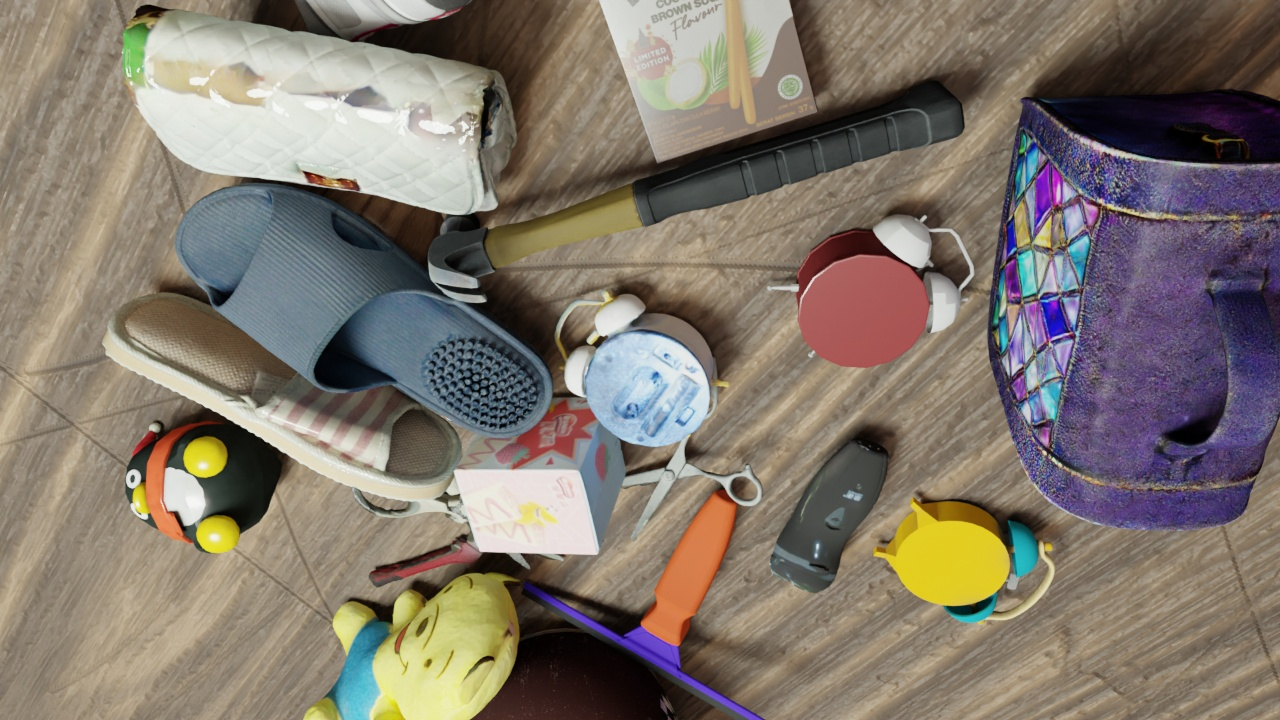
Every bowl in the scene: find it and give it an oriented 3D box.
[{"bbox_3d":[-0.195,-0.078,0.632,0.119,0.032,0.119,3,122,5],"label":"bowl"}]

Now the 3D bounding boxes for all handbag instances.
[{"bbox_3d":[0.278,-0.033,0.497,0.125,0.221,0.205,-1,122,6],"label":"handbag"},{"bbox_3d":[-0.173,-0.136,0.529,0.195,0.139,0.072,10,81,0],"label":"handbag"}]

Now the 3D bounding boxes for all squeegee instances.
[{"bbox_3d":[0.038,0.179,0.751,0.250,0.055,0.185,27,120,11],"label":"squeegee"}]

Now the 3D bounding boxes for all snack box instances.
[{"bbox_3d":[-0.070,0.083,0.677,0.095,0.092,0.079,-1,121,15],"label":"snack box"},{"bbox_3d":[0.028,-0.218,0.522,0.101,0.031,0.186,-15,119,15],"label":"snack box"}]

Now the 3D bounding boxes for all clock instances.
[{"bbox_3d":[0.155,-0.045,0.607,0.125,0.044,0.087,-26,115,20],"label":"clock"},{"bbox_3d":[0.257,0.159,0.724,0.129,0.043,0.099,25,121,-1],"label":"clock"},{"bbox_3d":[-0.004,0.004,0.647,0.125,0.051,0.089,34,119,-3],"label":"clock"}]

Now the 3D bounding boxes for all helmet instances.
[{"bbox_3d":[-0.072,0.361,0.797,0.233,0.253,0.234,-10,113,0],"label":"helmet"}]

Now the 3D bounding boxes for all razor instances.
[{"bbox_3d":[0.145,0.121,0.698,0.053,0.063,0.141,17,123,-6],"label":"razor"}]

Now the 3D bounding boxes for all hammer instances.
[{"bbox_3d":[0.025,-0.103,0.558,0.333,0.117,0.025,-15,121,9],"label":"hammer"}]

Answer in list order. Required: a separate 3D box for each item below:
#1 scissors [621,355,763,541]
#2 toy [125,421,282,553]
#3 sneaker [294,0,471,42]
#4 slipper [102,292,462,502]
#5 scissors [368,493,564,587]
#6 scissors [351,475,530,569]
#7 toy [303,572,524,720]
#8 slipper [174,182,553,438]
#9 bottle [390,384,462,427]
[{"bbox_3d":[0.027,0.071,0.701,0.142,0.014,0.165,7,107,26],"label":"scissors"},{"bbox_3d":[-0.351,0.095,0.719,0.119,0.099,0.097,-2,100,14],"label":"toy"},{"bbox_3d":[-0.193,-0.284,0.481,0.129,0.096,0.263,-17,111,42],"label":"sneaker"},{"bbox_3d":[-0.247,0.017,0.652,0.263,0.114,0.052,26,120,-3],"label":"slipper"},{"bbox_3d":[-0.168,0.135,0.771,0.200,0.015,0.179,-28,115,20],"label":"scissors"},{"bbox_3d":[-0.158,0.115,0.740,0.154,0.012,0.163,-17,106,7],"label":"scissors"},{"bbox_3d":[-0.180,0.250,0.761,0.214,0.148,0.084,-26,125,25],"label":"toy"},{"bbox_3d":[-0.174,-0.022,0.590,0.263,0.082,0.101,30,107,-15],"label":"slipper"},{"bbox_3d":[-0.158,0.006,0.672,0.112,0.046,0.047,34,119,-14],"label":"bottle"}]
